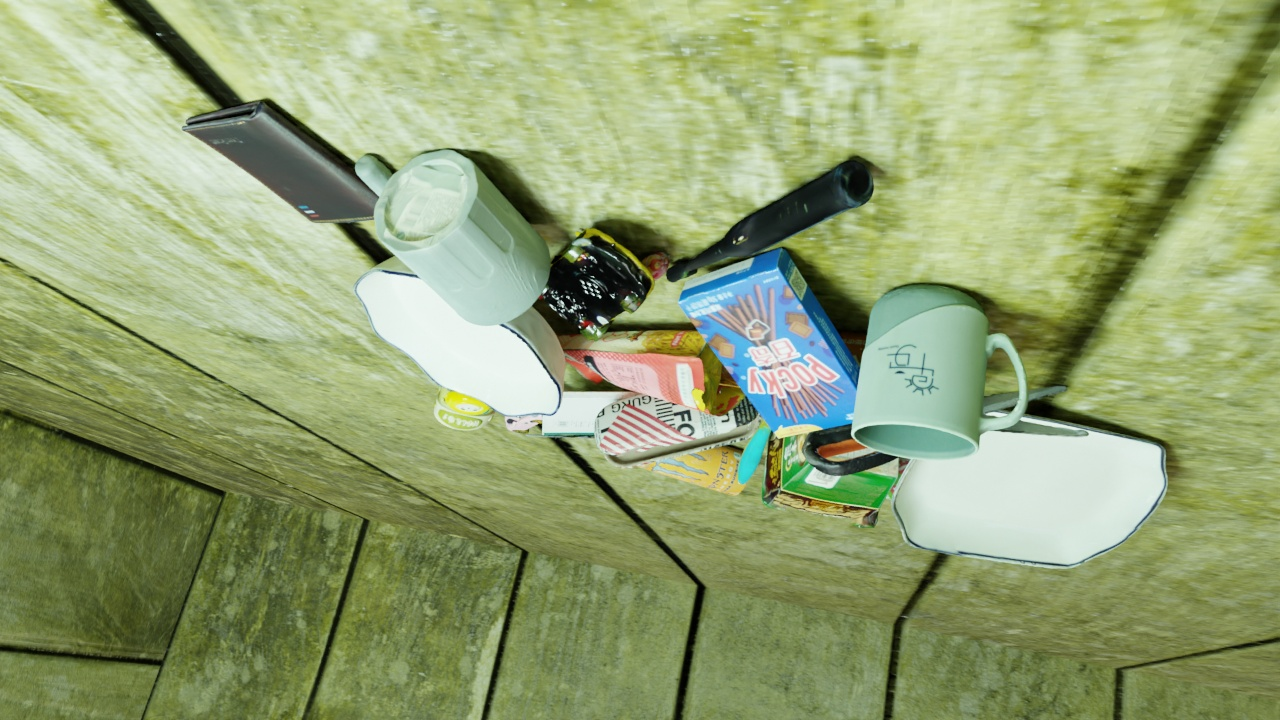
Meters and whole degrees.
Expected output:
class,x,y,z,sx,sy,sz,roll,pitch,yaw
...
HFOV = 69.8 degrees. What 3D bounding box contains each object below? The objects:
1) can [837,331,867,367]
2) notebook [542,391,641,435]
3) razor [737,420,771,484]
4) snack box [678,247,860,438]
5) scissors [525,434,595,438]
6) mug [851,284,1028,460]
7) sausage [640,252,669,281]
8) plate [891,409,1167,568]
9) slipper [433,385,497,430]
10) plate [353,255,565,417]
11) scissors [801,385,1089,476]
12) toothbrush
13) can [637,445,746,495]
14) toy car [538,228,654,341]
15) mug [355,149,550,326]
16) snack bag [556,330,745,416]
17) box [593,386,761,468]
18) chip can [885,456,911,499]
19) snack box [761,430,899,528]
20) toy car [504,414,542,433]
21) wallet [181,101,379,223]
class,x,y,z,sx,sy,sz,roll,pitch,yaw
can,0.191,0.009,0.725,0.147,0.057,0.058,6,160,19
notebook,-0.002,0.060,0.994,0.209,0.012,0.151,0,161,-6
razor,0.117,0.076,0.873,0.043,0.028,0.133,11,137,-8
snack box,0.105,-0.007,0.681,0.085,0.026,0.157,-16,126,35
scissors,-0.067,0.092,1.133,0.171,0.014,0.159,4,177,-14
mug,0.209,0.009,0.635,0.112,0.106,0.082,3,158,27
sausage,-0.012,-0.057,0.731,0.020,0.020,0.156,19,160,-17
plate,0.351,0.114,0.838,0.265,0.034,0.162,10,121,-15
slipper,-0.190,0.042,1.043,0.091,0.081,0.191,15,164,-13
plate,-0.152,-0.023,0.811,0.205,0.045,0.205,23,153,12
scissors,0.227,0.039,0.746,0.220,0.022,0.224,-21,-151,-21
toothbrush,0.072,-0.081,0.599,0.027,0.026,0.213,-15,177,-28
can,0.062,0.121,1.134,0.146,0.058,0.058,19,161,-17
toy car,-0.035,-0.059,0.690,0.071,0.041,0.156,39,158,-11
mug,-0.135,-0.091,0.641,0.124,0.083,0.103,31,171,30
snack bag,-0.005,0.005,0.845,0.208,0.073,0.128,5,169,40
box,0.038,0.061,0.907,0.163,0.074,0.079,-16,145,5
chip can,0.256,0.112,0.958,0.236,0.072,0.072,1,158,33
snack box,0.186,0.082,0.858,0.118,0.117,0.106,11,157,-2
toy car,-0.133,0.051,1.069,0.037,0.056,0.123,13,162,-22
wallet,-0.250,-0.139,0.657,0.096,0.020,0.122,0,155,34
